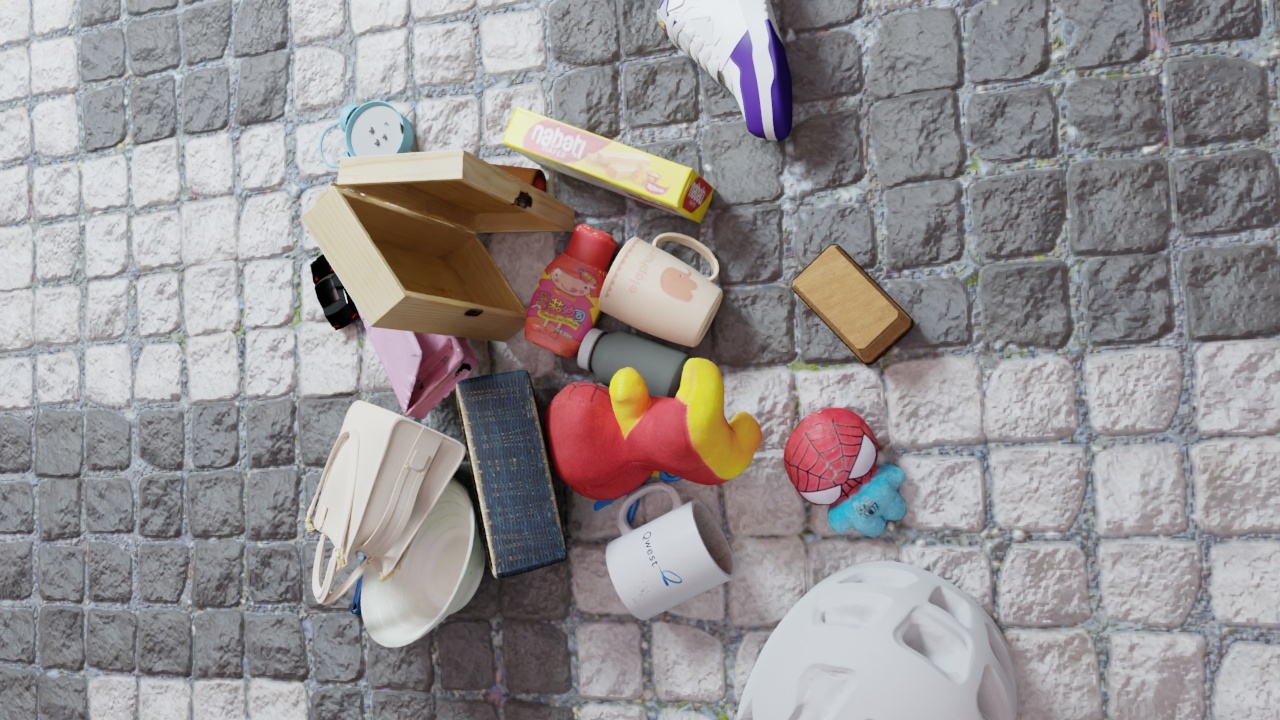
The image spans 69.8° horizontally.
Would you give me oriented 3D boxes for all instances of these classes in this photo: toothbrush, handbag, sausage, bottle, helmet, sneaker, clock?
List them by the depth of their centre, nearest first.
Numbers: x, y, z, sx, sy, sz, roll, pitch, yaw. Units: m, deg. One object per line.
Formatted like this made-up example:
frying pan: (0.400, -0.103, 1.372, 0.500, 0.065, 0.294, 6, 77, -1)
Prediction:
helmet: (0.199, 0.327, 0.822, 0.224, 0.183, 0.283, 41, 120, 19)
sneaker: (0.075, -0.322, 0.893, 0.111, 0.091, 0.244, -14, 79, 18)
handbag: (-0.274, 0.149, 0.915, 0.195, 0.101, 0.197, 7, 70, 60)
bottle: (-0.005, 0.005, 0.919, 0.108, 0.060, 0.060, 21, 94, 18)
bottle: (-0.069, -0.073, 0.948, 0.071, 0.048, 0.134, 24, 94, 9)
sausage: (-0.174, -0.195, 0.994, 0.156, 0.040, 0.040, 10, 91, 18)
toothbrush: (-0.300, 0.193, 1.030, 0.016, 0.017, 0.190, 14, 92, 20)
clock: (-0.312, -0.250, 1.039, 0.123, 0.042, 0.087, -6, 86, 16)

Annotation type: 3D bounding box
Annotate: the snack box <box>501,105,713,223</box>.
snack box: (-0.032, -0.195, 0.919, 0.201, 0.092, 0.042, 23, 96, 18)

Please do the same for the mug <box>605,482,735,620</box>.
mug: (0.023, 0.177, 0.895, 0.096, 0.083, 0.119, -29, 65, 15)

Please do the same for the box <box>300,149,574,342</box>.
box: (-0.184, -0.118, 0.885, 0.142, 0.248, 0.179, 35, 98, 16)

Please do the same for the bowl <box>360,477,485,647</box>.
bowl: (-0.208, 0.210, 0.938, 0.177, 0.057, 0.176, -26, 49, 33)

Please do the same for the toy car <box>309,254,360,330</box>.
toy car: (-0.352, -0.082, 1.048, 0.042, 0.036, 0.091, -27, 80, 15)

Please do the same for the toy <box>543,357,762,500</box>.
toy: (-0.003, 0.071, 0.862, 0.217, 0.098, 0.147, -12, 127, 34)

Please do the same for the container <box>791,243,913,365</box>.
container: (0.194, -0.055, 0.855, 0.063, 0.061, 0.114, -44, 76, 11)

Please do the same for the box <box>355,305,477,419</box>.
box: (-0.262, -0.054, 0.955, 0.099, 0.080, 0.232, -41, 55, 12)

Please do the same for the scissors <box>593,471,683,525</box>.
scissors: (-0.008, 0.111, 0.940, 0.131, 0.018, 0.109, -38, 74, 12)

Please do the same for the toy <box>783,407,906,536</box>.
toy: (0.190, 0.106, 0.853, 0.092, 0.062, 0.133, -41, 88, 20)

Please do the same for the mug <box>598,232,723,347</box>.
mug: (0.030, -0.075, 0.907, 0.104, 0.085, 0.111, 28, 67, 8)

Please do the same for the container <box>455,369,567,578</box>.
container: (-0.129, 0.112, 0.907, 0.071, 0.145, 0.187, -11, 83, -13)
